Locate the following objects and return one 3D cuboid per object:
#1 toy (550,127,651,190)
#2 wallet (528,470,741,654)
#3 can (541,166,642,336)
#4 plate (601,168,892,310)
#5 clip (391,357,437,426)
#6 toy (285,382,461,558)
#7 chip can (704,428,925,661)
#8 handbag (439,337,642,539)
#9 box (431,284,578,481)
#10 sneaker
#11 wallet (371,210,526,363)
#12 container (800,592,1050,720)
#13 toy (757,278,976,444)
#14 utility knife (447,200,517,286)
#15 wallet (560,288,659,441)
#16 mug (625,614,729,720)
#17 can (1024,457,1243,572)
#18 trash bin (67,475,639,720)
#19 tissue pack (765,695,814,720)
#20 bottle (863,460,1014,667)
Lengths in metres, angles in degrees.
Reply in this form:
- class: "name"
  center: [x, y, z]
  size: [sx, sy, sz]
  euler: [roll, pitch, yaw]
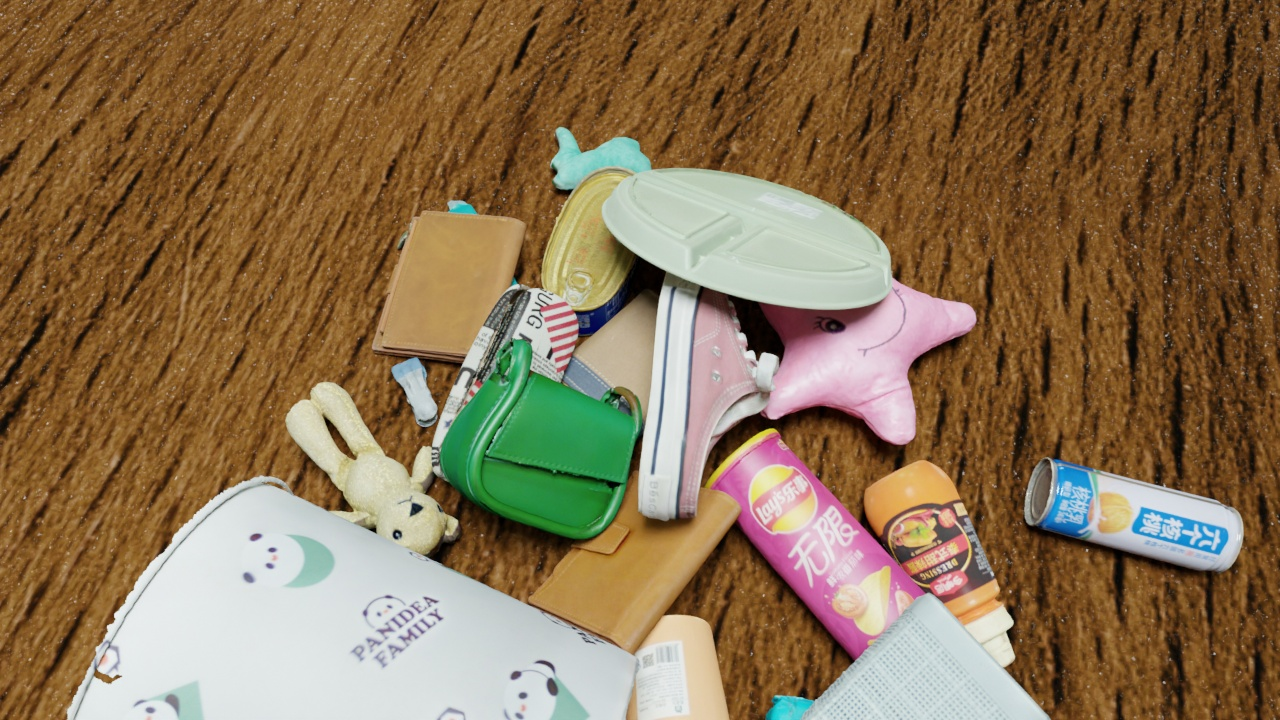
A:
- class: "toy"
  center: [-0.041, -0.183, 0.837]
  size: [0.092, 0.030, 0.096]
  euler: [-16, 58, -11]
- class: "wallet"
  center: [-0.005, 0.137, 0.642]
  size: [0.108, 0.031, 0.131]
  euler: [8, 46, 49]
- class: "can"
  center: [-0.036, -0.093, 0.778]
  size: [0.074, 0.049, 0.147]
  euler: [15, 63, 7]
- class: "plate"
  center: [0.084, -0.101, 0.705]
  size: [0.230, 0.028, 0.229]
  euler: [11, 28, -6]
- class: "clip"
  center: [-0.178, 0.026, 0.733]
  size: [0.026, 0.038, 0.058]
  euler: [-21, 67, -14]
- class: "toy"
  center: [-0.200, 0.083, 0.677]
  size: [0.104, 0.066, 0.157]
  euler: [-34, 75, -35]
- class: "chip can"
  center: [0.138, 0.147, 0.643]
  size: [0.071, 0.071, 0.210]
  euler: [-35, 69, -17]
- class: "handbag"
  center: [-0.067, 0.058, 0.648]
  size: [0.131, 0.068, 0.120]
  euler: [27, 83, -33]
- class: "box"
  center: [-0.097, 0.021, 0.689]
  size: [0.082, 0.075, 0.163]
  euler: [18, 73, 25]
- class: "sneaker"
  center: [0.052, 0.010, 0.659]
  size: [0.088, 0.118, 0.240]
  euler: [6, 49, 3]
- class: "wallet"
  center: [-0.166, -0.064, 0.765]
  size: [0.119, 0.035, 0.130]
  euler: [5, 67, 16]
- class: "container"
  center: [0.157, 0.208, 0.535]
  size: [0.111, 0.090, 0.090]
  euler: [-41, 70, -3]
- class: "toy"
  center: [0.155, -0.019, 0.725]
  size: [0.178, 0.075, 0.194]
  euler: [31, 60, 16]
- class: "utility knife"
  center: [-0.131, -0.083, 0.792]
  size: [0.029, 0.013, 0.157]
  euler: [-26, 66, -12]
- class: "wallet"
  center: [-0.004, 0.004, 0.739]
  size: [0.090, 0.033, 0.115]
  euler: [40, 68, 15]
- class: "mug"
  center: [0.023, 0.234, 0.595]
  size: [0.078, 0.078, 0.122]
  euler: [-4, 55, -3]
- class: "can"
  center: [0.359, 0.113, 0.672]
  size: [0.134, 0.053, 0.053]
  euler: [14, 64, 7]
- class: "trash bin"
  center: [-0.148, 0.217, 0.530]
  size: [0.252, 0.230, 0.229]
  euler: [19, 64, 4]
- class: "tissue pack"
  center: [0.116, 0.288, 0.583]
  size: [0.093, 0.050, 0.133]
  euler: [14, 64, 6]
- class: "bottle"
  center: [0.219, 0.147, 0.654]
  size: [0.066, 0.067, 0.149]
  euler: [-23, 72, -12]
